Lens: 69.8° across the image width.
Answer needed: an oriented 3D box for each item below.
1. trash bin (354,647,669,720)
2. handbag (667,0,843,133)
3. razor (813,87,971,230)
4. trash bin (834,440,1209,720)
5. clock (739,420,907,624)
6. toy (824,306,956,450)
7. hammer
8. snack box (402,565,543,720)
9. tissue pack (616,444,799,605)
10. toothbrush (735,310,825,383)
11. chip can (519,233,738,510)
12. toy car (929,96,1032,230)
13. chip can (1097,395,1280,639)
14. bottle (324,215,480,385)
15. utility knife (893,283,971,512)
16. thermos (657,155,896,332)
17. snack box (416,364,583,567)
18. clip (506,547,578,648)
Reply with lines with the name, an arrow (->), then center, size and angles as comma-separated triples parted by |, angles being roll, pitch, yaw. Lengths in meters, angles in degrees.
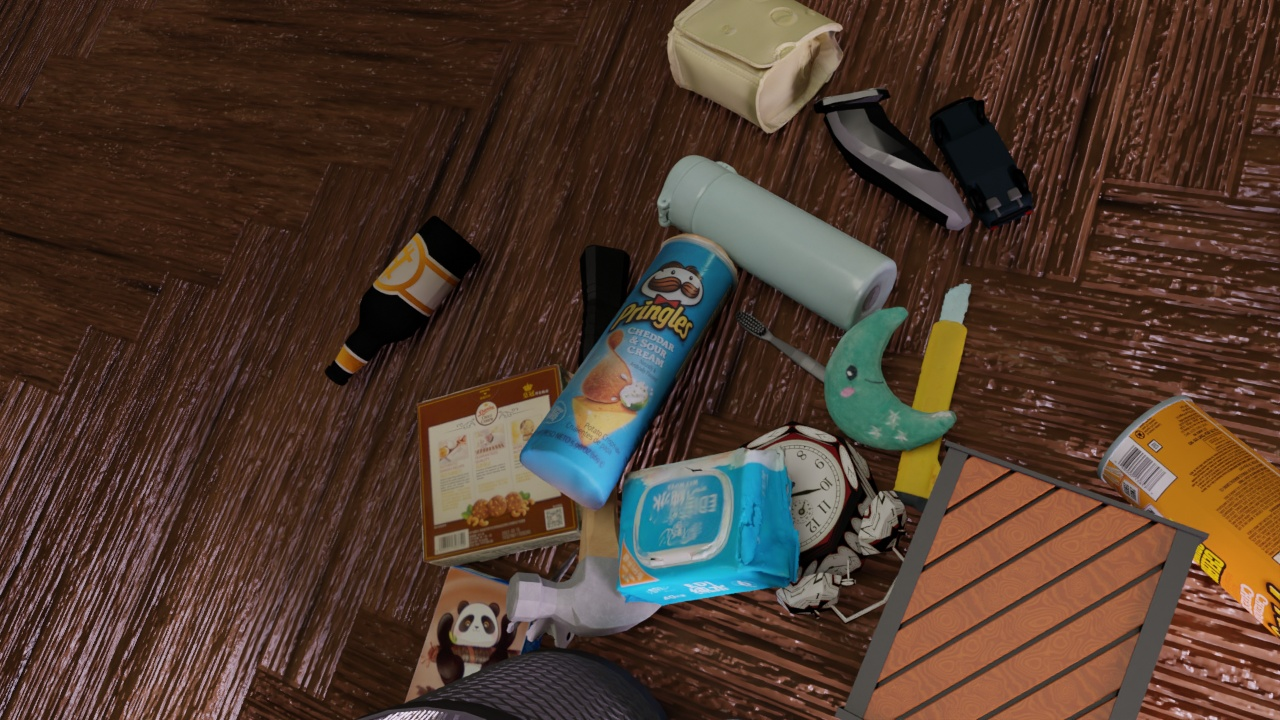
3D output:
trash bin -> -0.082, 0.296, 0.568 | 0.218, 0.227, 0.217 | -1, 84, 12
handbag -> 0.098, -0.273, 0.802 | 0.111, 0.081, 0.119 | -44, 59, -11
razor -> 0.204, -0.159, 0.735 | 0.060, 0.057, 0.156 | -44, 67, 35
trash bin -> 0.228, 0.168, 0.560 | 0.140, 0.139, 0.171 | 21, 81, 27
clock -> 0.128, 0.120, 0.656 | 0.115, 0.065, 0.154 | -45, 45, 5
toy -> 0.175, 0.019, 0.677 | 0.085, 0.033, 0.105 | -29, 72, 30
hammer -> -0.031, 0.052, 0.739 | 0.131, 0.039, 0.327 | 9, 62, -17
snack box -> -0.135, 0.251, 0.739 | 0.087, 0.034, 0.151 | 12, 78, 24
tissue pack -> 0.043, 0.114, 0.635 | 0.145, 0.061, 0.092 | -18, 54, 35
toothbrush -> 0.139, 0.008, 0.726 | 0.167, 0.013, 0.013 | 38, 89, 26
chip can -> -0.004, 0.004, 0.704 | 0.080, 0.080, 0.228 | 17, 56, 26
toy car -> 0.265, -0.155, 0.717 | 0.046, 0.034, 0.112 | -24, 66, 13
chip can -> 0.377, 0.118, 0.531 | 0.075, 0.075, 0.215 | -40, 51, 5
bottle -> -0.232, -0.051, 0.869 | 0.059, 0.059, 0.181 | 41, 90, 28
utility knife -> 0.221, 0.024, 0.682 | 0.030, 0.017, 0.179 | 13, 81, 20
thermos -> 0.104, -0.101, 0.747 | 0.207, 0.065, 0.077 | 36, 67, 28
snack box -> -0.117, 0.091, 0.784 | 0.143, 0.041, 0.146 | -16, 67, 17
clip -> -0.074, 0.196, 0.724 | 0.050, 0.101, 0.058 | 23, 124, 20
